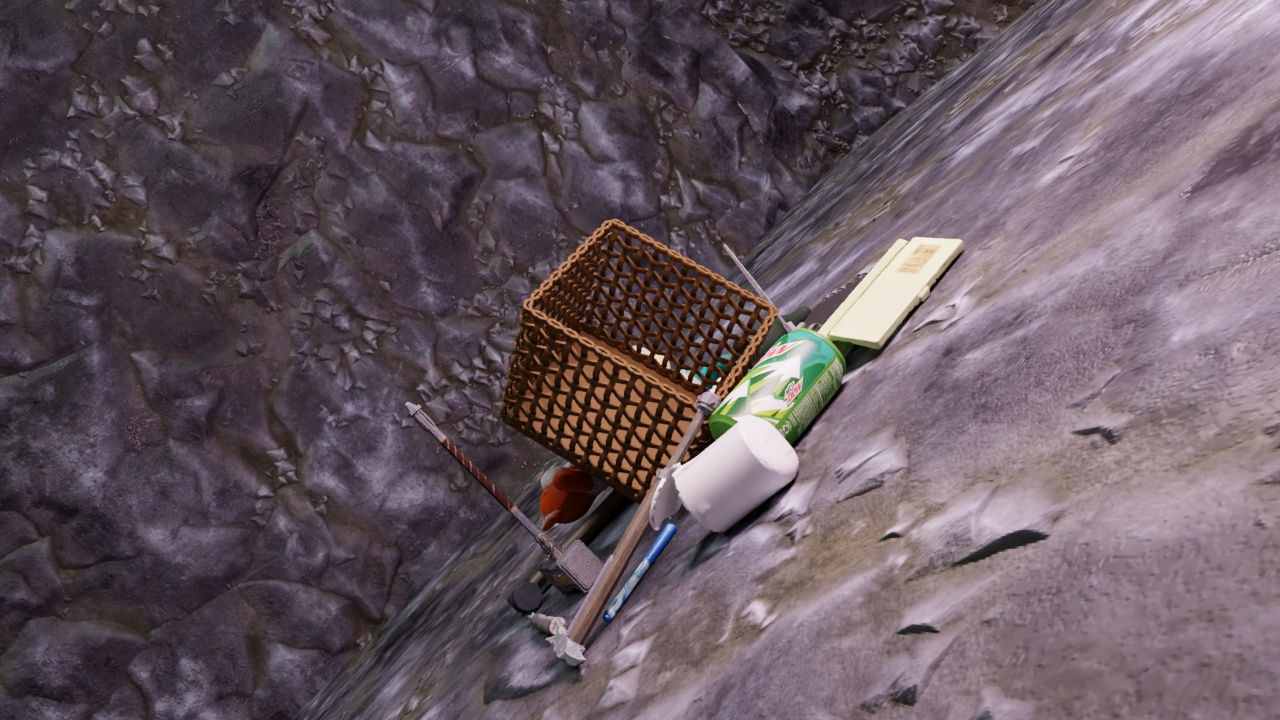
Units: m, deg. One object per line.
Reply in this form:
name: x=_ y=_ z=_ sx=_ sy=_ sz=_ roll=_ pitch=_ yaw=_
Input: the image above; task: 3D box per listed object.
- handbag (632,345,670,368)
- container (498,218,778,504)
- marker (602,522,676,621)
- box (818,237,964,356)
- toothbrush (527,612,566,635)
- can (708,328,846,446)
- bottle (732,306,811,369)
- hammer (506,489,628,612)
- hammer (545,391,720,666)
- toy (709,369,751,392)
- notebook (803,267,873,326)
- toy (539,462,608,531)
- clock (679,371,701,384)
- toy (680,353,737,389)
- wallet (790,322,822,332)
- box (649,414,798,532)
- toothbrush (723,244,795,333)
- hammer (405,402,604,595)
handbag: x=0.017 y=0.067 z=1.375 sx=0.124 sy=0.171 sz=0.112 roll=-26 pitch=16 yaw=41
container: x=-0.007 y=0.007 z=1.171 sx=0.218 sy=0.251 sz=0.215 roll=-52 pitch=-12 yaw=-43
marker: x=0.000 y=0.227 z=0.992 sx=0.141 sy=0.013 sz=0.013 roll=-47 pitch=5 yaw=-40
box: x=0.274 y=-0.072 z=1.049 sx=0.187 sy=0.061 sz=0.134 roll=-45 pitch=6 yaw=-24
toothbrush: x=-0.123 y=0.327 z=1.144 sx=0.024 sy=0.022 sz=0.186 roll=-43 pitch=2 yaw=-21
can: x=0.145 y=0.040 z=0.961 sx=0.143 sy=0.083 sz=0.083 roll=-46 pitch=4 yaw=-22
bottle: x=0.209 y=-0.044 z=1.394 sx=0.173 sy=0.055 sz=0.055 roll=-32 pitch=-5 yaw=-42
hammer: x=-0.078 y=0.251 z=1.382 sx=0.321 sy=0.040 sz=0.129 roll=-45 pitch=0 yaw=-20
hammer: x=0.001 y=0.169 z=0.953 sx=0.316 sy=0.028 sz=0.147 roll=-60 pitch=8 yaw=-10
toy: x=0.136 y=0.037 z=1.393 sx=0.125 sy=0.037 sz=0.076 roll=-38 pitch=7 yaw=-22
notebook: x=0.272 y=-0.065 z=1.247 sx=0.168 sy=0.019 sz=0.232 roll=-48 pitch=5 yaw=-28
toy: x=-0.093 y=0.181 z=1.416 sx=0.173 sy=0.093 sz=0.163 roll=-48 pitch=-5 yaw=16
clock: x=0.048 y=0.047 z=1.462 sx=0.093 sy=0.141 sz=0.054 roll=-40 pitch=16 yaw=44
toy: x=0.106 y=0.038 z=1.523 sx=0.130 sy=0.072 sz=0.194 roll=1 pitch=-23 yaw=-35
wallet: x=0.180 y=0.012 z=1.172 sx=0.100 sy=0.054 sz=0.132 roll=-46 pitch=-1 yaw=-36
box: x=0.070 y=0.119 z=0.884 sx=0.160 sy=0.091 sz=0.081 roll=-45 pitch=-5 yaw=22
toothbrush: x=0.181 y=-0.101 z=1.353 sx=0.010 sy=0.181 sz=0.010 roll=-31 pitch=9 yaw=49
hammer: x=-0.182 y=0.170 z=1.164 sx=0.044 sy=0.322 sz=0.099 roll=-46 pitch=4 yaw=-27
